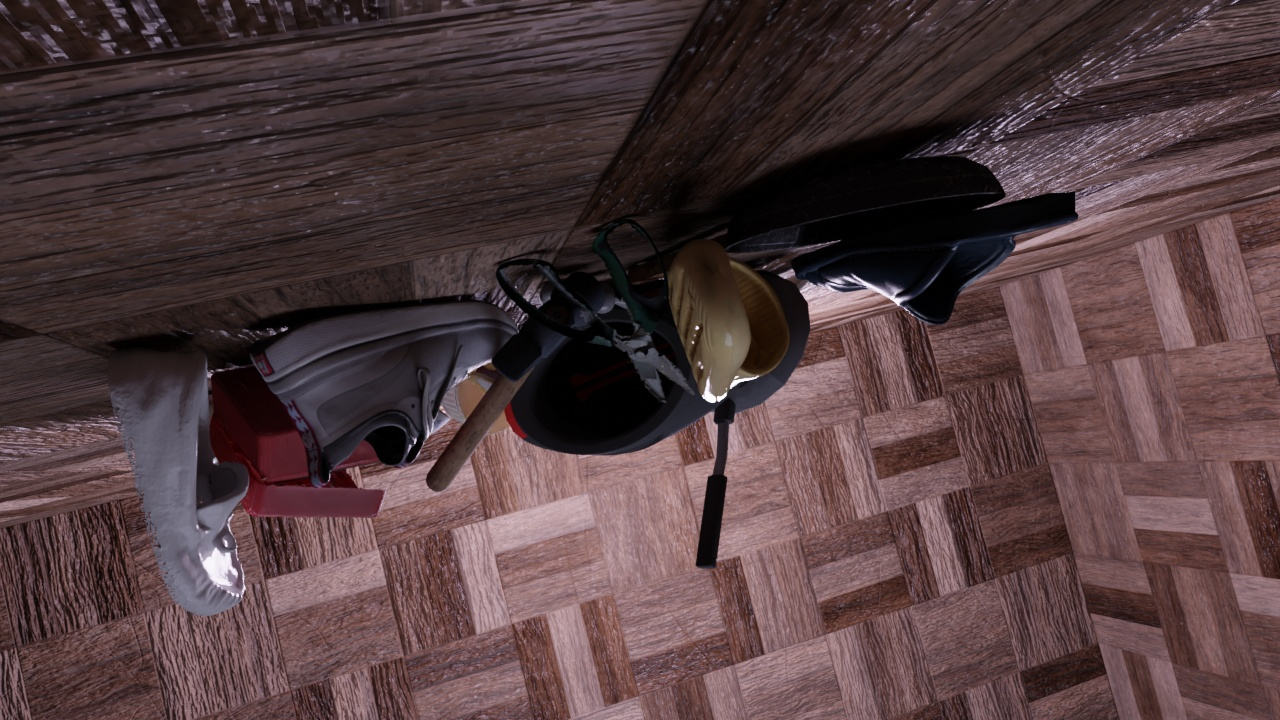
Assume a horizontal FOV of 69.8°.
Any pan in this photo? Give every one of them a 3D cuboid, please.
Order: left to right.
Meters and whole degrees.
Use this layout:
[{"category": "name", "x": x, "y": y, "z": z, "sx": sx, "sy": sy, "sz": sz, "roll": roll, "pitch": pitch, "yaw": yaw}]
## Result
[{"category": "pan", "x": 0.093, "y": 0.052, "z": 1.016, "sx": 0.179, "sy": 0.356, "sz": 0.041, "roll": -12, "pitch": 148, "yaw": 41}, {"category": "pan", "x": 0.108, "y": -0.106, "z": 0.735, "sx": 0.207, "sy": 0.040, "sz": 0.358, "roll": -10, "pitch": -178, "yaw": -43}]

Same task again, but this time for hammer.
[{"category": "hammer", "x": -0.142, "y": 0.047, "z": 0.857, "sx": 0.129, "sy": 0.040, "sz": 0.323, "roll": -49, "pitch": -179, "yaw": -44}]

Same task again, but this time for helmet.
[{"category": "helmet", "x": -0.006, "y": 0.006, "z": 0.972, "sx": 0.265, "sy": 0.164, "sz": 0.170, "roll": -23, "pitch": -179, "yaw": 6}]

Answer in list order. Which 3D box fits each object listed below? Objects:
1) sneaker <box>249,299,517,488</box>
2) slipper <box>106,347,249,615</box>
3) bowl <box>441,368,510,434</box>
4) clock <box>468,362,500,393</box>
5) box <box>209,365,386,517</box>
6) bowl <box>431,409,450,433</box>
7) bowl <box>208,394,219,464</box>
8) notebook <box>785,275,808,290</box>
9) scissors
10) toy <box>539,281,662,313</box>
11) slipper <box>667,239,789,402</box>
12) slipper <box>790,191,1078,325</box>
[{"category": "sneaker", "x": -0.192, "y": 0.020, "z": 0.780, "sx": 0.097, "sy": 0.128, "sz": 0.262, "roll": -14, "pitch": -179, "yaw": 35}, {"category": "slipper", "x": -0.342, "y": 0.096, "z": 0.705, "sx": 0.074, "sy": 0.247, "sz": 0.112, "roll": 1, "pitch": -148, "yaw": -5}, {"category": "bowl", "x": -0.208, "y": 0.035, "z": 1.173, "sx": 0.063, "sy": 0.115, "sz": 0.115, "roll": 2, "pitch": -172, "yaw": 39}, {"category": "clock", "x": -0.132, "y": 0.011, "z": 1.076, "sx": 0.117, "sy": 0.081, "sz": 0.159, "roll": 28, "pitch": 165, "yaw": 10}, {"category": "box", "x": -0.310, "y": 0.062, "z": 0.836, "sx": 0.134, "sy": 0.112, "sz": 0.157, "roll": 2, "pitch": -159, "yaw": -42}, {"category": "bowl", "x": -0.301, "y": 0.064, "z": 1.157, "sx": 0.114, "sy": 0.045, "sz": 0.114, "roll": 28, "pitch": 166, "yaw": 7}, {"category": "bowl", "x": -0.458, "y": 0.075, "z": 1.020, "sx": 0.153, "sy": 0.073, "sz": 0.153, "roll": -14, "pitch": 177, "yaw": -1}, {"category": "notebook", "x": 0.122, "y": -0.041, "z": 1.192, "sx": 0.208, "sy": 0.012, "sz": 0.153, "roll": -44, "pitch": -165, "yaw": -30}, {"category": "scissors", "x": -0.032, "y": -0.023, "z": 0.725, "sx": 0.142, "sy": 0.015, "sz": 0.210, "roll": -7, "pitch": 136, "yaw": 14}, {"category": "toy", "x": -0.036, "y": -0.058, "z": 0.842, "sx": 0.111, "sy": 0.030, "sz": 0.049, "roll": 3, "pitch": 173, "yaw": -11}, {"category": "slipper", "x": 0.068, "y": -0.036, "z": 0.692, "sx": 0.079, "sy": 0.111, "sz": 0.261, "roll": -21, "pitch": 173, "yaw": -1}, {"category": "slipper", "x": 0.222, "y": -0.067, "z": 0.729, "sx": 0.108, "sy": 0.083, "sz": 0.266, "roll": -13, "pitch": -176, "yaw": -30}]
